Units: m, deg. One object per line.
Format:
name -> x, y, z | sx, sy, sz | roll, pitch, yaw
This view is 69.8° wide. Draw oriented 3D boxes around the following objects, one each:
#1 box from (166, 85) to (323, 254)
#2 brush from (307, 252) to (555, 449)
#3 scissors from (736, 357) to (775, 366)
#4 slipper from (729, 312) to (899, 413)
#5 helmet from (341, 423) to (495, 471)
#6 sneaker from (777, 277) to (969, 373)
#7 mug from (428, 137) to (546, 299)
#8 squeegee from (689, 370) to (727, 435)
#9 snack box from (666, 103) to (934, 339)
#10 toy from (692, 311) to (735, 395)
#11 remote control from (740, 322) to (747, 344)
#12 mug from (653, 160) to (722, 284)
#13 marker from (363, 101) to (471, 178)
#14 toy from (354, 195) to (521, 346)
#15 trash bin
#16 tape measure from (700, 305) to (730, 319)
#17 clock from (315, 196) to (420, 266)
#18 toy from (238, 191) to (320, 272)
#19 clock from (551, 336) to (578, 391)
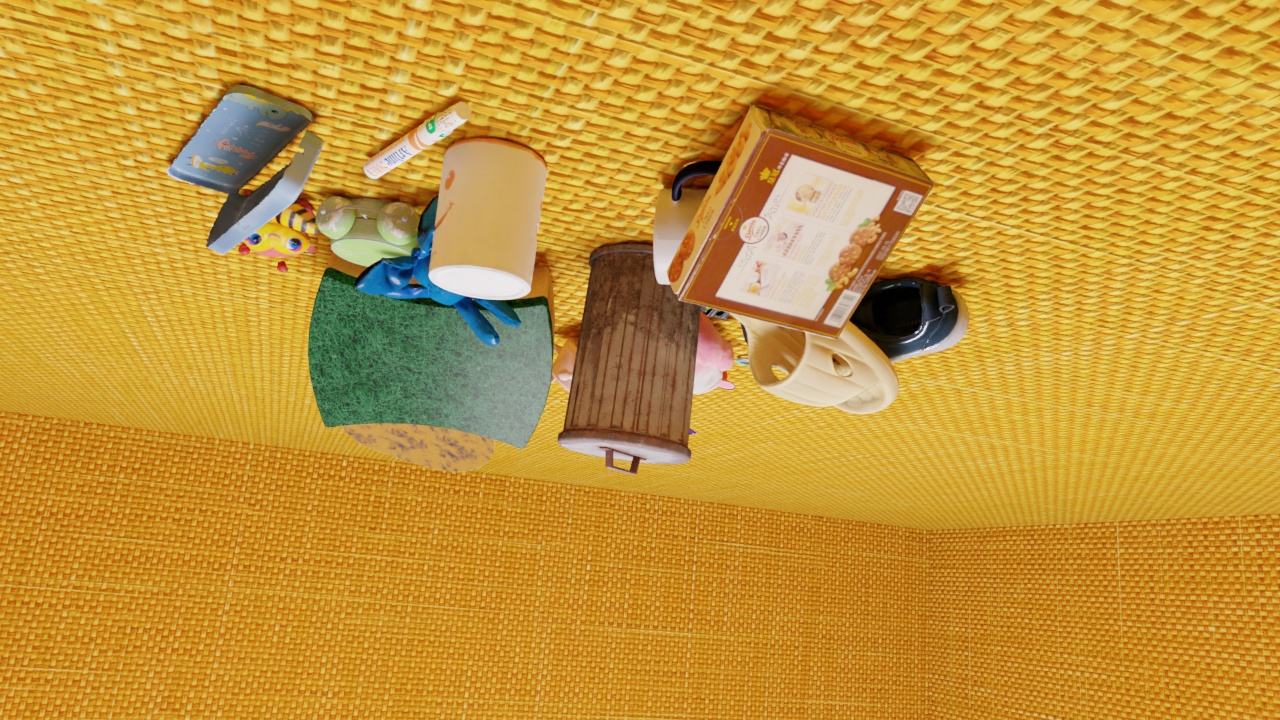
box -> -0.330, -0.152, 0.736 | 0.079, 0.072, 0.211 | 32, 154, -32
brush -> -0.219, -0.013, 0.984 | 0.250, 0.075, 0.195 | 7, 125, -8
scissors -> 0.203, -0.001, 1.240 | 0.138, 0.015, 0.120 | 0, 167, -6
slipper -> 0.145, -0.013, 0.885 | 0.261, 0.079, 0.112 | 40, 151, -19
helmet -> -0.318, 0.055, 1.386 | 0.256, 0.131, 0.206 | 7, 136, 15
sneaker -> 0.219, -0.034, 0.948 | 0.236, 0.089, 0.087 | -15, 160, 39
mug -> -0.120, -0.110, 0.726 | 0.082, 0.105, 0.082 | 5, 166, 1
squeegee -> 0.054, 0.029, 1.316 | 0.249, 0.055, 0.185 | 35, 151, -30
snack box -> 0.114, -0.095, 0.670 | 0.147, 0.041, 0.143 | 12, 125, -23
toy -> 0.046, -0.009, 1.113 | 0.142, 0.084, 0.213 | 5, 164, 11
remote control -> 0.134, -0.043, 1.083 | 0.033, 0.015, 0.147 | 2, 165, 11
mug -> 0.063, -0.112, 0.740 | 0.097, 0.078, 0.112 | 3, 138, 10
marker -> -0.173, -0.167, 0.701 | 0.017, 0.017, 0.146 | 17, 162, -39
toy -> -0.176, -0.078, 0.846 | 0.071, 0.113, 0.176 | 46, -177, 36
trash bin -> -0.005, 0.005, 0.912 | 0.131, 0.211, 0.131 | 7, 167, 1
tape measure -> 0.090, -0.064, 0.972 | 0.065, 0.035, 0.059 | 9, 166, -17
clock -> -0.248, -0.120, 0.860 | 0.094, 0.042, 0.119 | 4, 165, 1
toy -> -0.342, -0.126, 0.865 | 0.084, 0.046, 0.104 | 37, 142, -23
clock -> -0.052, 0.032, 1.207 | 0.160, 0.086, 0.131 | 16, -164, -23
